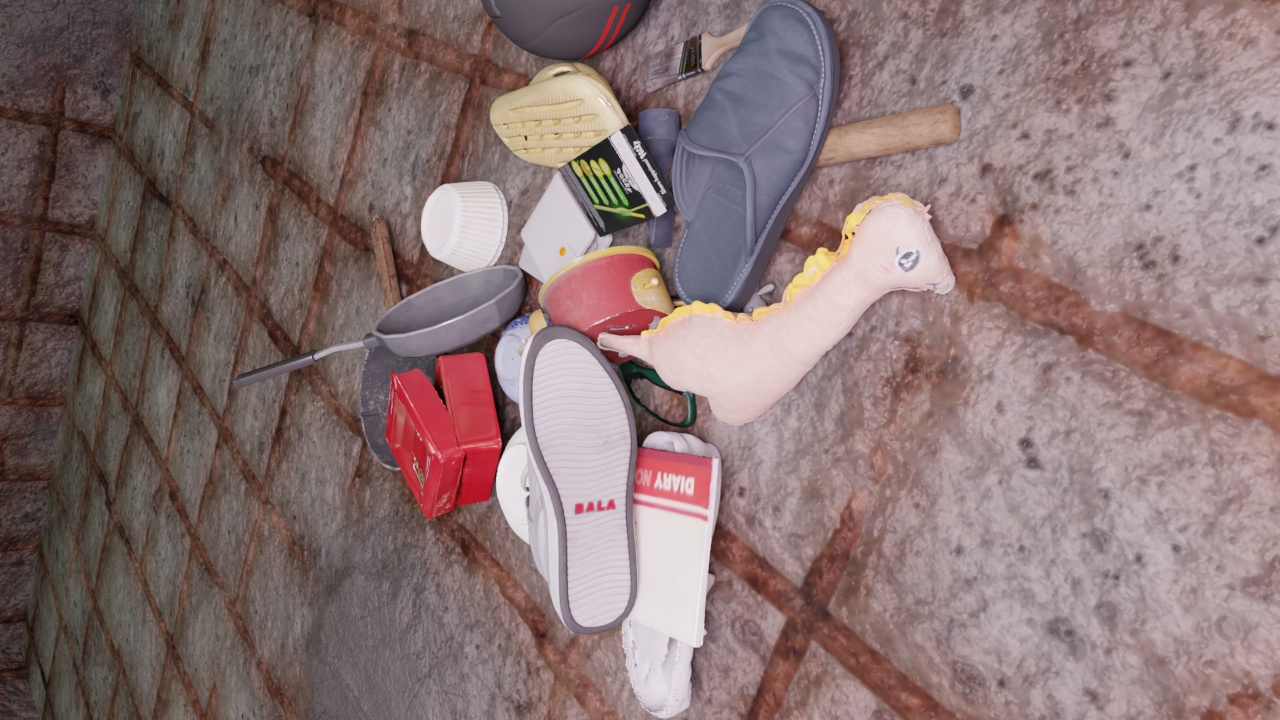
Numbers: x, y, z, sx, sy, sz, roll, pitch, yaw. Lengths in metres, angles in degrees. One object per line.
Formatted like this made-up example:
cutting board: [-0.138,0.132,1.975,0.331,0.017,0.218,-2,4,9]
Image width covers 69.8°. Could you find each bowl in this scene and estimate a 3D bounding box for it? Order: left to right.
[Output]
bowl: [-0.218,-0.164,1.109,0.116,0.062,0.115,-4,84,46]
bowl: [-0.128,-0.002,1.016,0.114,0.045,0.114,-4,84,46]
bowl: [-0.098,0.128,0.956,0.154,0.072,0.153,-3,86,45]

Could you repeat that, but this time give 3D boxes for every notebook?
notebook: [-0.005,0.150,0.810,0.209,0.012,0.153,0,84,56]

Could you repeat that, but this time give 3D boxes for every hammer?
hammer: [0.118,-0.173,0.785,0.323,0.040,0.129,0,91,45]

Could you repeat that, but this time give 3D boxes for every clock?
clock: [-0.040,-0.031,0.850,0.159,0.117,0.081,-28,68,17]

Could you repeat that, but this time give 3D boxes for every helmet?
helmet: [-0.083,-0.390,0.913,0.265,0.164,0.170,38,142,47]

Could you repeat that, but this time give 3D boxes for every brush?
brush: [0.060,-0.291,0.867,0.152,0.012,0.039,-5,83,46]

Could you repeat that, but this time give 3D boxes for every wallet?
wallet: [-0.090,-0.124,0.992,0.116,0.037,0.118,-53,49,29]

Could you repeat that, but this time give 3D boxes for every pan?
pan: [-0.294,-0.025,1.040,0.178,0.357,0.041,-94,-15,-67]
pan: [-0.321,-0.031,1.224,0.208,0.040,0.356,-26,68,42]

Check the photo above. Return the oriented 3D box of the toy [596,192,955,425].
toy: [0.102,-0.044,0.719,0.265,0.196,0.065,-52,16,42]

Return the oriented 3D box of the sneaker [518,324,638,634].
sneaker: [-0.067,0.099,0.814,0.129,0.096,0.263,3,100,65]

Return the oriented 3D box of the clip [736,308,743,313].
clip: [0.080,-0.039,0.829,0.042,0.014,0.052,-12,77,45]

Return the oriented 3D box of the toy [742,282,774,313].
toy: [0.091,-0.065,0.805,0.049,0.030,0.111,-32,71,27]

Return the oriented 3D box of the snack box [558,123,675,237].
snack box: [-0.025,-0.164,0.858,0.080,0.025,0.148,58,162,-12]

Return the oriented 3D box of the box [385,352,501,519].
box: [-0.208,0.083,1.023,0.134,0.112,0.158,62,150,23]

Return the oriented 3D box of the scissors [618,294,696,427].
scissors: [-0.008,0.010,0.914,0.210,0.015,0.142,-7,84,45]

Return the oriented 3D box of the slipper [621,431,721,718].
slipper: [0.031,0.188,0.816,0.112,0.074,0.246,163,113,-71]

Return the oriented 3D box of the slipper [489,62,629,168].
slipper: [-0.070,-0.254,0.951,0.079,0.111,0.262,-46,30,-18]

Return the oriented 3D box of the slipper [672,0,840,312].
slipper: [0.074,-0.164,0.745,0.109,0.083,0.266,32,111,39]
